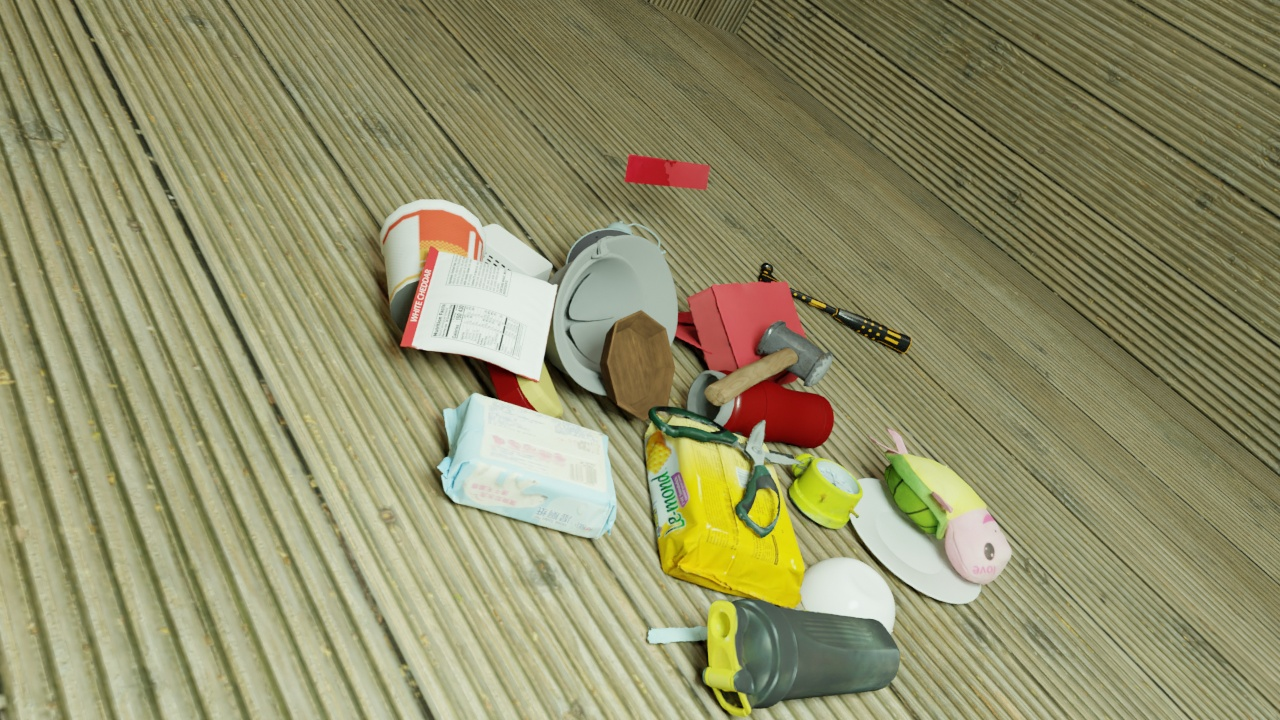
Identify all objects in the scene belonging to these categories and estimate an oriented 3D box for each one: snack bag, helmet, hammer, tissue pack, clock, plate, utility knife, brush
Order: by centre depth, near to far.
[{"bbox_3d":[-0.112,0.104,0.904,0.181,0.070,0.112,19,31,-18],"label":"tissue pack"},{"bbox_3d":[0.096,0.270,0.908,0.224,0.019,0.030,6,29,-34],"label":"utility knife"},{"bbox_3d":[-0.165,-0.051,0.965,0.144,0.039,0.130,16,56,-13],"label":"snack bag"},{"bbox_3d":[-0.132,0.012,1.014,0.082,0.042,0.173,52,8,-47],"label":"brush"},{"bbox_3d":[0.094,0.160,1.017,0.159,0.068,0.246,21,31,-21],"label":"snack bag"},{"bbox_3d":[-0.007,0.006,1.089,0.131,0.025,0.131,8,79,-52],"label":"plate"},{"bbox_3d":[-0.065,-0.054,1.143,0.270,0.118,0.183,-36,115,-53],"label":"helmet"},{"bbox_3d":[0.153,0.011,1.150,0.098,0.052,0.327,36,24,18],"label":"hammer"},{"bbox_3d":[0.232,0.160,1.165,0.083,0.057,0.119,22,24,-17],"label":"clock"},{"bbox_3d":[0.354,0.237,1.204,0.208,0.015,0.208,24,30,-15],"label":"plate"},{"bbox_3d":[-0.035,-0.130,1.283,0.122,0.045,0.159,35,68,11],"label":"clock"},{"bbox_3d":[0.362,-0.087,1.699,0.320,0.036,0.123,24,30,-10],"label":"hammer"}]

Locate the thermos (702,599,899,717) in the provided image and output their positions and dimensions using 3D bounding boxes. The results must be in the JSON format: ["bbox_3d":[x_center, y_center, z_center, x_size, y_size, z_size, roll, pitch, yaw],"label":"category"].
[{"bbox_3d":[0.153,0.280,0.872,0.220,0.098,0.098,16,32,-38],"label":"thermos"}]

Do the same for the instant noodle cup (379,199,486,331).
[{"bbox_3d":[-0.238,-0.098,1.054,0.123,0.124,0.121,16,40,-27],"label":"instant noodle cup"}]

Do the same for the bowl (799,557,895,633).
[{"bbox_3d":[0.237,0.261,1.015,0.114,0.051,0.114,24,30,-15],"label":"bowl"}]

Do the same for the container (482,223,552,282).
[{"bbox_3d":[-0.179,-0.129,1.219,0.129,0.050,0.080,36,29,8],"label":"container"}]

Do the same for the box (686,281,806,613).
[{"bbox_3d":[0.149,0.119,1.374,0.171,0.479,0.213,23,20,35],"label":"box"}]

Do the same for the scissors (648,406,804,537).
[{"bbox_3d":[0.093,0.102,1.019,0.204,0.015,0.201,27,30,-1],"label":"scissors"}]

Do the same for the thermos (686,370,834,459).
[{"bbox_3d":[0.161,0.078,1.203,0.198,0.084,0.108,12,61,-35],"label":"thermos"}]

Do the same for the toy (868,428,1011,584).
[{"bbox_3d":[0.392,0.184,1.212,0.238,0.088,0.190,52,15,23],"label":"toy"}]
